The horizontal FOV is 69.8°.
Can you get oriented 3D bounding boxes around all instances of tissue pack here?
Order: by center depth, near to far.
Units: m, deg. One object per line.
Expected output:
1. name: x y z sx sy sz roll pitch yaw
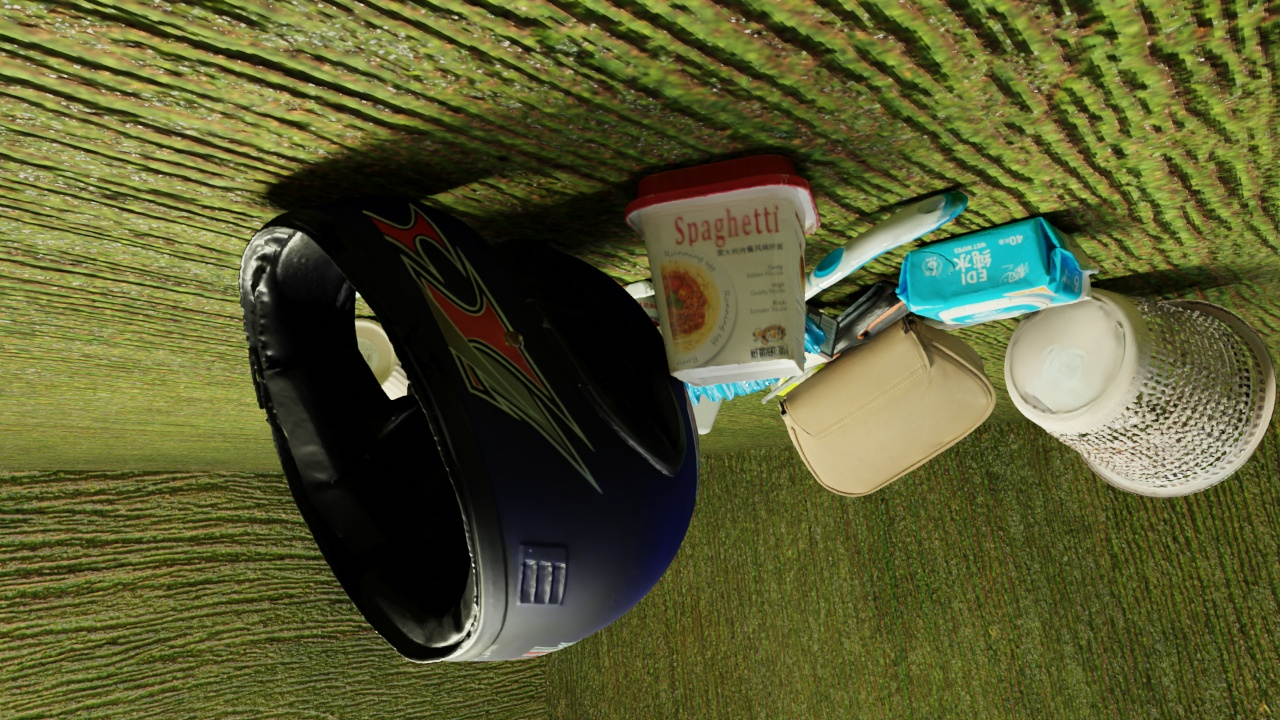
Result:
1. tissue pack: 0.291 -0.068 0.752 0.140 0.063 0.089 -11 167 39

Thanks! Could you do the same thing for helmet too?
1. helmet: -0.094 0.033 0.620 0.248 0.315 0.239 -31 174 42

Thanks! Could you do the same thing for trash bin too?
1. trash bin: 0.509 0.019 0.979 0.192 0.227 0.228 17 161 -29

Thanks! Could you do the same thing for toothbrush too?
1. toothbrush: -0.061 -0.051 0.863 0.180 0.016 0.016 -11 172 34

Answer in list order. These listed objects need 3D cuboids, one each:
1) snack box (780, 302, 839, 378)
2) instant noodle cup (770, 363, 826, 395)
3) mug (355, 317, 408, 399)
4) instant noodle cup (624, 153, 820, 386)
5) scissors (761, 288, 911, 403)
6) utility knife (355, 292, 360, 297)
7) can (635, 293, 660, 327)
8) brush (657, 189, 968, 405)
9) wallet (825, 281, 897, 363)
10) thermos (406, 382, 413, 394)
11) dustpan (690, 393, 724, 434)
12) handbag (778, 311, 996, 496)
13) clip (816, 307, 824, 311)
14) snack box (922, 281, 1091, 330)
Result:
1. snack box: 0.102 -0.026 0.867 0.125 0.053 0.113 28 154 -22
2. instant noodle cup: 0.214 0.003 1.048 0.123 0.111 0.112 5 170 -3
3. mug: -0.258 0.000 0.926 0.114 0.081 0.106 -30 171 -7
4. instant noodle cup: 0.058 -0.051 0.586 0.116 0.124 0.116 -6 170 16
5. scissors: 0.206 -0.015 0.905 0.139 0.021 0.236 -25 167 -26
6. utility knife: -0.188 -0.064 0.746 0.219 0.013 0.029 -8 171 12
7. can: -0.005 0.005 0.859 0.053 0.132 0.053 -4 171 -1
8. brush: 0.123 -0.041 0.732 0.315 0.060 0.109 -19 137 32
9. wallet: 0.226 -0.034 0.933 0.097 0.019 0.121 8 139 -45
10. thermos: -0.129 -0.006 0.842 0.089 0.068 0.243 0 161 -37
11. dustpan: 0.021 0.013 1.283 0.258 0.143 0.222 25 -171 36
12. handbag: 0.250 0.042 0.948 0.205 0.099 0.148 -36 113 22
13. clip: 0.160 -0.038 0.938 0.035 0.074 0.100 -11 167 34
14. snack box: 0.359 -0.061 0.927 0.084 0.027 0.157 4 168 -40
